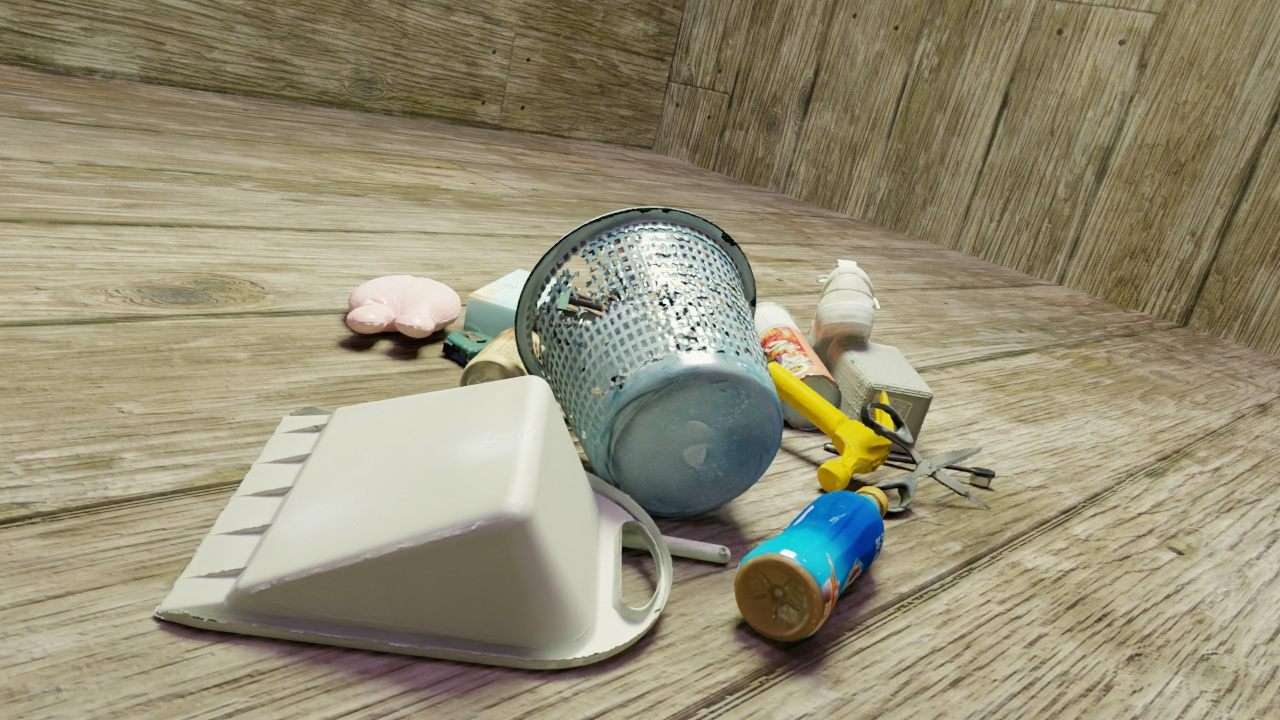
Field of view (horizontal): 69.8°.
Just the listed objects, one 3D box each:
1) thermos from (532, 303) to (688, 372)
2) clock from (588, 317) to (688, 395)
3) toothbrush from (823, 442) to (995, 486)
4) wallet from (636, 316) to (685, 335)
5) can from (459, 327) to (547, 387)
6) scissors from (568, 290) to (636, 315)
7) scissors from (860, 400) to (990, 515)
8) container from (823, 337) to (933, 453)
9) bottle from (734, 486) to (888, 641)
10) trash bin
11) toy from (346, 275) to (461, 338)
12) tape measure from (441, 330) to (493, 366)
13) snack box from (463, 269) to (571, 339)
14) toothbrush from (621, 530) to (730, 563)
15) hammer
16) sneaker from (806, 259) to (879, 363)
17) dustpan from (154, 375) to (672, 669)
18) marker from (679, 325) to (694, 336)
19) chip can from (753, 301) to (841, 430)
[{"bbox_3d":[-0.003,0.003,1.004,0.242,0.069,0.089,13,50,5],"label":"thermos"},{"bbox_3d":[-0.006,0.005,0.935,0.122,0.082,0.055,-18,-18,-12],"label":"clock"},{"bbox_3d":[0.279,0.107,0.958,0.181,0.018,0.015,11,24,0],"label":"toothbrush"},{"bbox_3d":[0.018,-0.030,1.093,0.087,0.024,0.115,14,-9,16],"label":"wallet"},{"bbox_3d":[-0.130,0.009,0.882,0.058,0.058,0.116,15,18,4],"label":"can"},{"bbox_3d":[-0.040,-0.073,1.245,0.189,0.015,0.227,10,14,-4],"label":"scissors"},{"bbox_3d":[0.269,0.099,0.875,0.180,0.159,0.014,-31,1,-37],"label":"scissors"},{"bbox_3d":[0.260,0.041,1.024,0.090,0.090,0.114,9,22,-11],"label":"container"},{"bbox_3d":[0.141,0.136,0.682,0.065,0.065,0.218,23,20,26],"label":"bottle"},{"bbox_3d":[0.017,0.014,0.766,0.226,0.227,0.195,7,32,-19],"label":"trash bin"},{"bbox_3d":[-0.259,-0.055,0.990,0.121,0.054,0.159,5,18,-2],"label":"toy"},{"bbox_3d":[-0.180,-0.015,0.974,0.054,0.025,0.058,25,21,30],"label":"tape measure"},{"bbox_3d":[-0.144,-0.063,1.101,0.074,0.052,0.174,17,19,8],"label":"snack box"},{"bbox_3d":[-0.024,0.128,0.667,0.189,0.020,0.029,11,49,-11],"label":"toothbrush"},{"bbox_3d":[0.130,0.011,0.940,0.128,0.033,0.301,-29,56,-34],"label":"hammer"},{"bbox_3d":[0.246,-0.051,1.133,0.089,0.090,0.242,1,-17,9],"label":"sneaker"},{"bbox_3d":[-0.120,0.117,0.601,0.258,0.143,0.222,-14,26,7],"label":"dustpan"},{"bbox_3d":[0.103,-0.035,1.252,0.145,0.017,0.017,5,20,-23],"label":"marker"},{"bbox_3d":[0.172,0.002,1.078,0.071,0.071,0.214,10,23,-12],"label":"chip can"}]
